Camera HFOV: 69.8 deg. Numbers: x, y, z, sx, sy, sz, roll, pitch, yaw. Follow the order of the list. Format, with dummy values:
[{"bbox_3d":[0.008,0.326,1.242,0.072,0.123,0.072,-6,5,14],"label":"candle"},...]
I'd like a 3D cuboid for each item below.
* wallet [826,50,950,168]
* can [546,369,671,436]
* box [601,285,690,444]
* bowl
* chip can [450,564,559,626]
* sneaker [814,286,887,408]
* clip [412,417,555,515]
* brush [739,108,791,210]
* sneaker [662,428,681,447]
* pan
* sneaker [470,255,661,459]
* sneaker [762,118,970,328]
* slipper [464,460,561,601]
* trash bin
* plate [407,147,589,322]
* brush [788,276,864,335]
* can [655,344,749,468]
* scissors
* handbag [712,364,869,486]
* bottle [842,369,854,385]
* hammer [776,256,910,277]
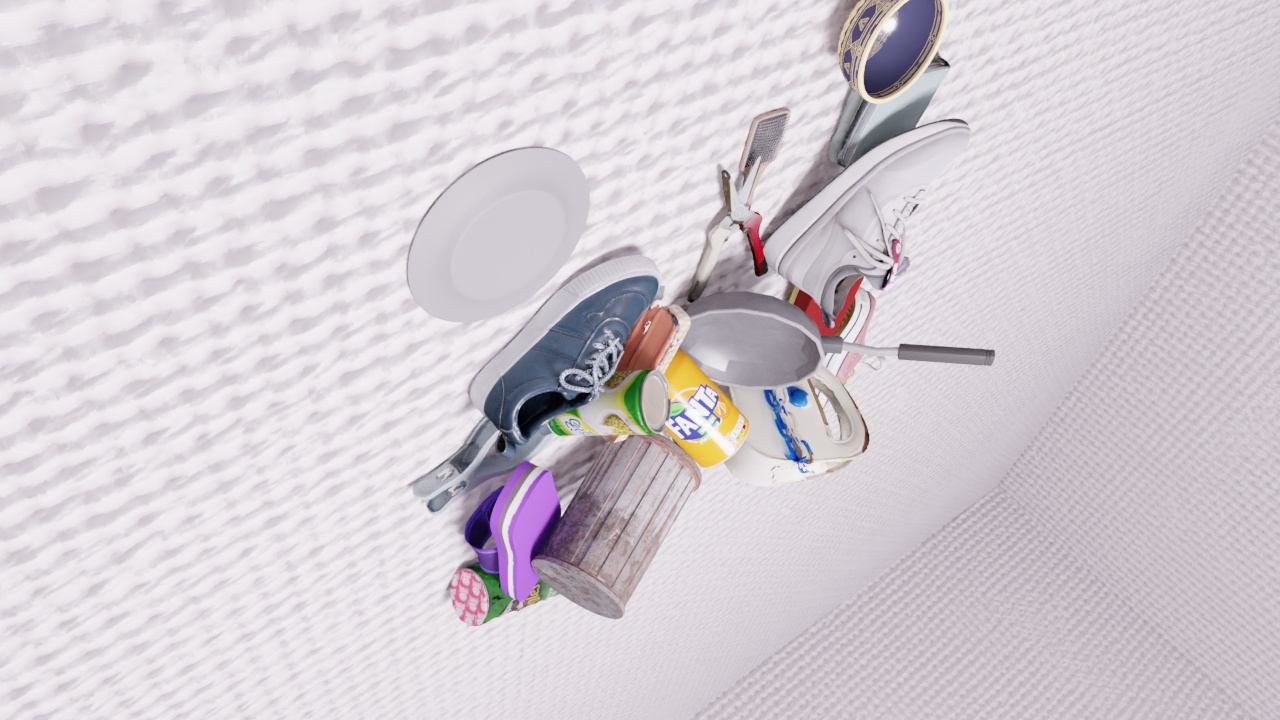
[{"bbox_3d":[0.261,-0.268,0.983,0.100,0.054,0.132,-18,147,-25],"label":"wallet"},{"bbox_3d":[-0.036,0.045,0.951,0.067,0.121,0.067,11,77,-61],"label":"can"},{"bbox_3d":[-0.008,0.005,0.993,0.043,0.083,0.187,-7,138,-44],"label":"box"},{"bbox_3d":[0.227,-0.308,0.866,0.112,0.061,0.113,-29,146,-22],"label":"bowl"},{"bbox_3d":[-0.140,0.286,1.212,0.222,0.075,0.076,-6,135,-48],"label":"chip can"},{"bbox_3d":[0.277,0.001,1.323,0.087,0.118,0.242,6,122,-33],"label":"sneaker"},{"bbox_3d":[-0.159,0.114,0.998,0.171,0.029,0.141,-40,151,-5],"label":"clip"},{"bbox_3d":[0.121,-0.194,0.942,0.049,0.015,0.136,-24,147,-30],"label":"brush"},{"bbox_3d":[0.136,0.063,1.252,0.234,0.079,0.088,-23,147,-33],"label":"sneaker"},{"bbox_3d":[0.209,-0.020,1.034,0.179,0.357,0.041,73,24,-59],"label":"pan"},{"bbox_3d":[-0.061,-0.005,0.892,0.235,0.087,0.089,-43,152,1],"label":"sneaker"},{"bbox_3d":[0.262,-0.150,1.004,0.264,0.128,0.096,-40,165,29],"label":"sneaker"},{"bbox_3d":[-0.154,0.183,1.045,0.107,0.084,0.267,-60,168,-28],"label":"slipper"},{"bbox_3d":[-0.023,0.183,1.095,0.210,0.131,0.131,-57,160,-28],"label":"trash bin"},{"bbox_3d":[-0.113,-0.099,0.774,0.178,0.012,0.179,-31,150,-21],"label":"plate"},{"bbox_3d":[0.229,-0.073,1.199,0.082,0.042,0.174,-23,155,-17],"label":"brush"},{"bbox_3d":[0.055,0.052,1.058,0.079,0.142,0.079,-39,-162,15],"label":"can"},{"bbox_3d":[0.099,-0.130,0.988,0.180,0.015,0.193,-45,146,21],"label":"scissors"},{"bbox_3d":[0.195,0.062,1.167,0.199,0.200,0.093,-2,145,-18],"label":"handbag"},{"bbox_3d":[0.250,0.054,1.408,0.166,0.059,0.059,-41,152,-1],"label":"bottle"},{"bbox_3d":[0.293,-0.146,1.220,0.147,0.028,0.316,-48,152,22],"label":"hammer"}]
